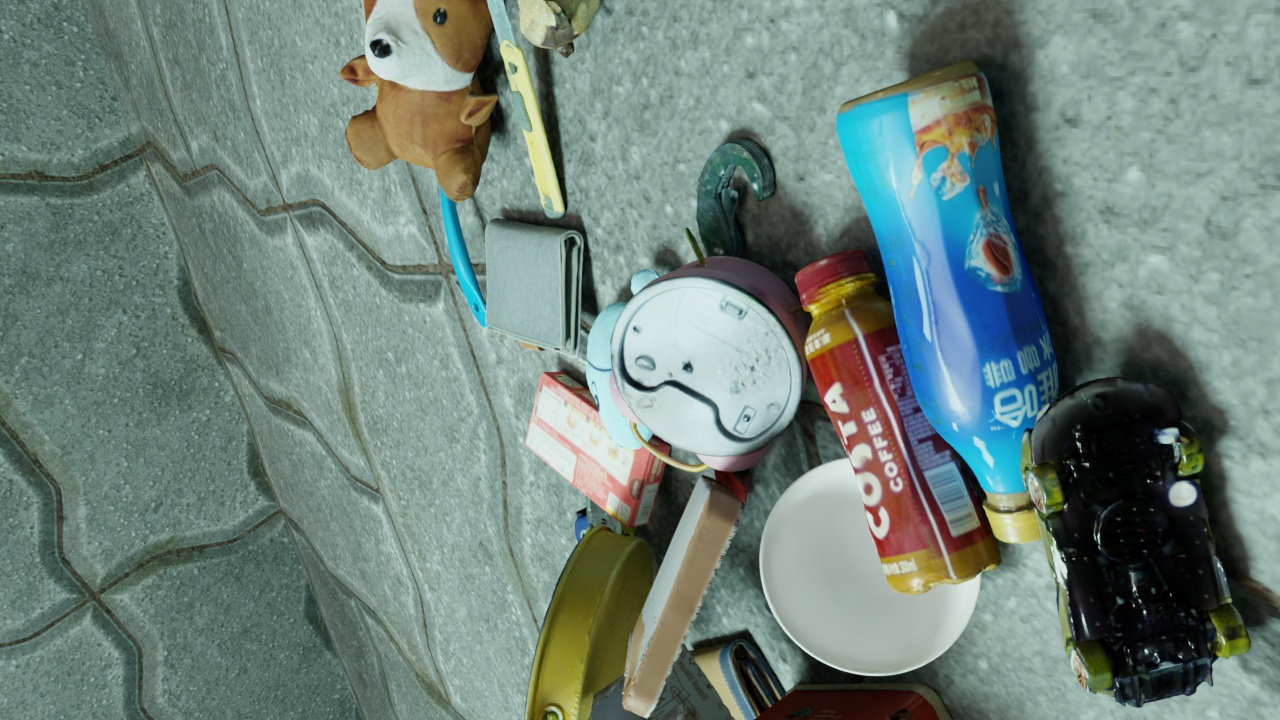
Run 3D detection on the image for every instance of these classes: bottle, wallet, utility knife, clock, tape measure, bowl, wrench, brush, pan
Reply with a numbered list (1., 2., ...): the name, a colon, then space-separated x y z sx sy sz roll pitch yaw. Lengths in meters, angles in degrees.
1. bottle: 0.128 0.029 0.476 0.058 0.057 0.175 -35 70 59
2. wallet: 0.079 0.286 0.785 0.090 0.033 0.116 61 150 9
3. utility knife: -0.083 -0.187 0.666 0.031 0.021 0.205 26 140 37
4. clock: 0.040 0.008 0.563 0.117 0.059 0.159 28 124 8
5. tape measure: -0.040 0.170 0.883 0.055 0.025 0.058 -11 99 60
6. bowl: 0.131 0.116 0.531 0.118 0.118 0.064 54 -174 16
7. bottle: 0.148 -0.020 0.418 0.065 0.065 0.219 0 112 57
8. wrench: 0.059 -0.014 0.605 0.056 0.016 0.274 33 137 41
9. wallet: -0.088 -0.061 0.765 0.130 0.036 0.106 18 111 52
10. brush: -0.179 -0.151 0.824 0.083 0.045 0.254 -12 96 55
11. pan: -0.077 0.255 0.664 0.078 0.356 0.198 9 112 15

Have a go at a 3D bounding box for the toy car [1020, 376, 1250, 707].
1. toy car: 0.212 0.080 0.400 0.042 0.070 0.158 -80 -27 -76

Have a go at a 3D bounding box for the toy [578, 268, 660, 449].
1. toy: -0.004 0.004 0.676 0.156 0.049 0.161 34 132 54

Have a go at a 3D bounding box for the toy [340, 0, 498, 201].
1. toy: -0.166 -0.228 0.690 0.140 0.130 0.200 20 126 6

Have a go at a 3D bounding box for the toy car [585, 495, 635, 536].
1. toy car: -0.024 0.130 0.823 0.048 0.032 0.105 15 114 46

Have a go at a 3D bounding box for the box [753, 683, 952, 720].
1. box: 0.145 0.283 0.637 0.091 0.076 0.169 61 150 5

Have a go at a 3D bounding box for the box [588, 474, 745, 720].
1. box: 0.026 0.209 0.582 0.179 0.134 0.270 52 -146 -87

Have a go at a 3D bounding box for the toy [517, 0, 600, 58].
1. toy: -0.073 -0.272 0.579 0.105 0.066 0.157 12 -124 -88

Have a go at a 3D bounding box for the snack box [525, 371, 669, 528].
1. snack box: -0.041 0.073 0.788 0.153 0.025 0.075 32 114 41
